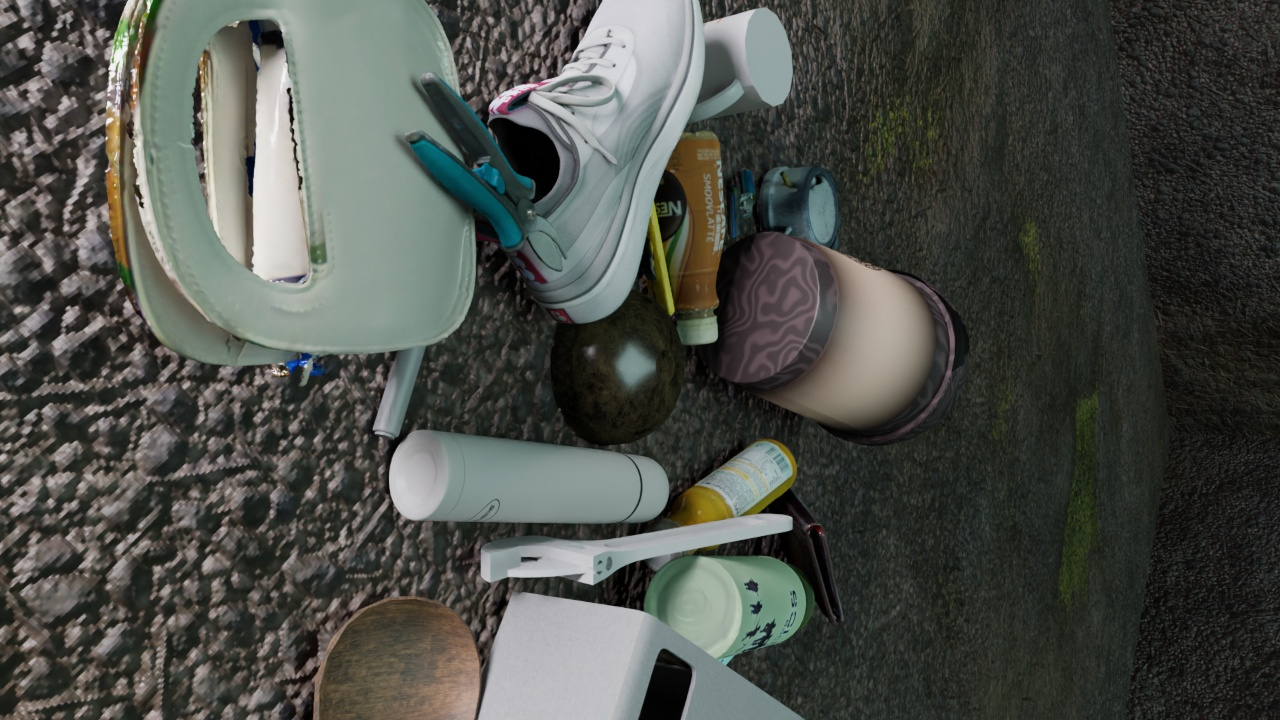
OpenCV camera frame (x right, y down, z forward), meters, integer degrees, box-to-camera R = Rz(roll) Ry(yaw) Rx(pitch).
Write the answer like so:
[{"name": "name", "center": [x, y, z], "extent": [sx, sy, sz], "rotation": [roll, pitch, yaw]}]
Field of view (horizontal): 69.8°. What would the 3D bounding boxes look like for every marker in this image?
[{"name": "marker", "center": [-0.132, -0.022, 0.548], "extent": [0.016, 0.016, 0.140], "rotation": [32, 65, -48]}]

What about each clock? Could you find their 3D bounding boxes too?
[{"name": "clock", "center": [0.162, -0.146, 0.903], "extent": [0.129, 0.052, 0.090], "rotation": [-4, 93, -57]}]

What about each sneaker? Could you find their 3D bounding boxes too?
[{"name": "sneaker", "center": [-0.040, -0.164, 0.600], "extent": [0.128, 0.097, 0.262], "rotation": [32, 72, -53]}]

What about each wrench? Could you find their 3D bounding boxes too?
[{"name": "wrench", "center": [0.009, 0.128, 0.652], "extent": [0.272, 0.087, 0.018], "rotation": [0, 89, -45]}]

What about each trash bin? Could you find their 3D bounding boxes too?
[{"name": "trash bin", "center": [0.002, 0.257, 0.614], "extent": [0.229, 0.115, 0.114], "rotation": [45, 54, -41]}]

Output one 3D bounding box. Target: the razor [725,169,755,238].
[{"name": "razor", "center": [0.089, -0.144, 0.787], "extent": [0.143, 0.022, 0.042], "rotation": [-67, 156, -65]}]

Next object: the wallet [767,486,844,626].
[{"name": "wallet", "center": [0.155, 0.175, 0.861], "extent": [0.031, 0.099, 0.120], "rotation": [-21, 115, -6]}]

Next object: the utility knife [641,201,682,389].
[{"name": "utility knife", "center": [0.012, -0.076, 0.724], "extent": [0.018, 0.030, 0.207], "rotation": [-21, 107, -25]}]

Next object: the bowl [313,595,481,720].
[{"name": "bowl", "center": [-0.142, 0.187, 0.524], "extent": [0.114, 0.026, 0.101], "rotation": [23, 63, -47]}]

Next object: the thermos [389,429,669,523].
[{"name": "thermos", "center": [-0.061, 0.082, 0.611], "extent": [0.223, 0.052, 0.052], "rotation": [14, 79, -51]}]

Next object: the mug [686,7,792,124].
[{"name": "mug", "center": [0.059, -0.226, 0.735], "extent": [0.073, 0.090, 0.105], "rotation": [57, 49, -35]}]

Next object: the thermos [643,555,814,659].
[{"name": "thermos", "center": [0.080, 0.198, 0.749], "extent": [0.231, 0.082, 0.082], "rotation": [24, 71, -63]}]

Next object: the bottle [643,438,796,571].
[{"name": "bottle", "center": [0.067, 0.122, 0.775], "extent": [0.185, 0.053, 0.053], "rotation": [-26, 110, -49]}]

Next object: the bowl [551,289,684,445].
[{"name": "bowl", "center": [-0.004, 0.004, 0.681], "extent": [0.121, 0.056, 0.121], "rotation": [0, 90, -52]}]

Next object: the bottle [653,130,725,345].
[{"name": "bottle", "center": [0.040, -0.097, 0.736], "extent": [0.059, 0.059, 0.167], "rotation": [-16, 104, -51]}]

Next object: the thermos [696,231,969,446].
[{"name": "thermos", "center": [0.168, -0.021, 0.823], "extent": [0.226, 0.173, 0.172], "rotation": [17, 77, -44]}]

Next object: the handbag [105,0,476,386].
[{"name": "handbag", "center": [-0.167, -0.086, 0.427], "extent": [0.199, 0.093, 0.200], "rotation": [-16, 103, -69]}]

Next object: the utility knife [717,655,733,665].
[{"name": "utility knife", "center": [0.051, 0.274, 0.789], "extent": [0.119, 0.015, 0.022], "rotation": [-34, 118, -43]}]

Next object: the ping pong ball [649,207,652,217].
[{"name": "ping pong ball", "center": [-0.011, -0.116, 0.685], "extent": [0.040, 0.040, 0.040], "rotation": [0, 90, -52]}]

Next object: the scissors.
[{"name": "scissors", "center": [-0.079, -0.090, 0.492], "extent": [0.147, 0.019, 0.132], "rotation": [-45, 126, -60]}]
